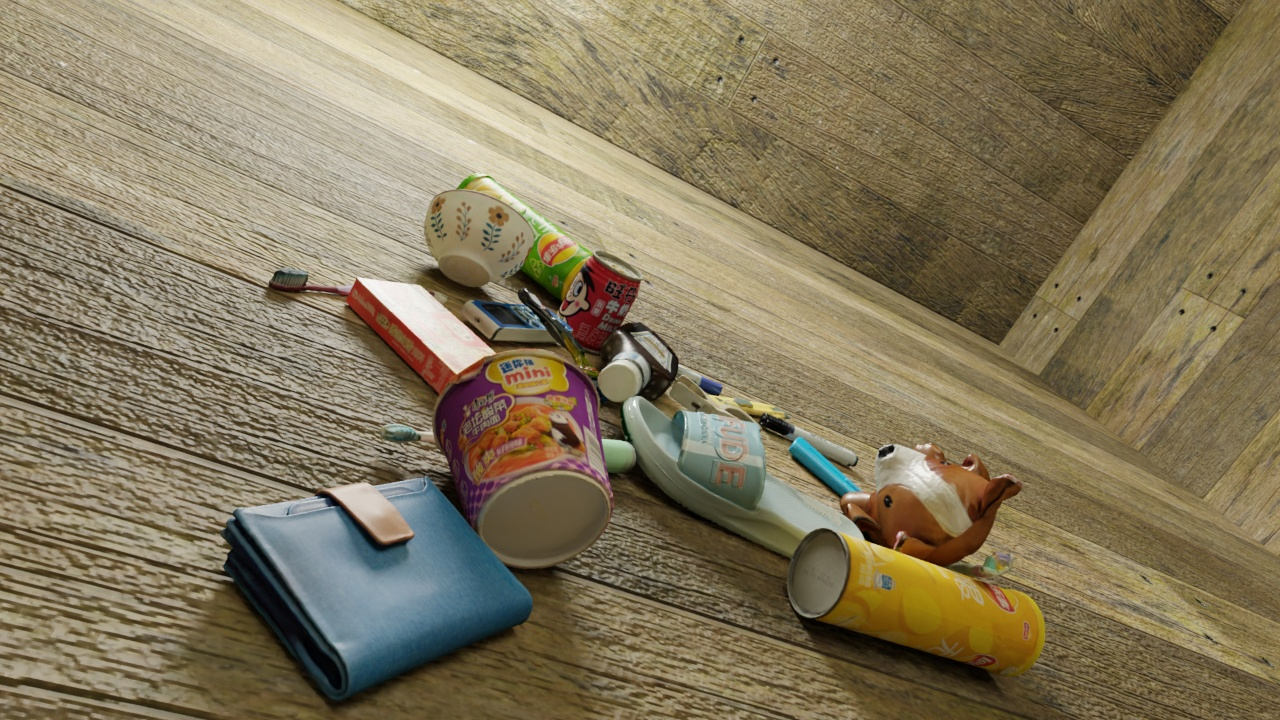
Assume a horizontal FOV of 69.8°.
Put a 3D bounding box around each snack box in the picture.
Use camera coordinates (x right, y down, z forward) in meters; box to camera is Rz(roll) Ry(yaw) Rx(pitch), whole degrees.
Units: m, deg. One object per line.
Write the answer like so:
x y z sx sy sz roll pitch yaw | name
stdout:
-0.169 -0.016 0.755 0.153 0.025 0.075 39 20 28 | snack box

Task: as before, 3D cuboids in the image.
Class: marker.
0.195 0.093 1.059 0.130 0.018 0.022 25 26 -14 | marker
0.027 0.006 1.032 0.145 0.017 0.017 25 18 -15 | marker

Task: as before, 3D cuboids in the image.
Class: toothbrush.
0.287 0.184 0.815 0.190 0.029 0.020 82 -16 -76 | toothbrush
-0.235 -0.063 0.793 0.016 0.017 0.187 40 20 28 | toothbrush
-0.088 0.062 0.663 0.027 0.026 0.224 5 -5 45 | toothbrush

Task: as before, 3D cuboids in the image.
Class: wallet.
-0.127 0.106 0.461 0.106 0.040 0.132 42 20 23 | wallet

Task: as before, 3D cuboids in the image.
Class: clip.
0.077 0.054 0.930 0.104 0.035 0.080 41 17 14 | clip

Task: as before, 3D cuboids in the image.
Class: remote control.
-0.118 -0.036 0.897 0.049 0.024 0.124 38 18 25 | remote control

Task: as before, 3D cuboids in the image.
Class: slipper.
0.092 0.098 0.779 0.245 0.074 0.104 30 18 -6 | slipper

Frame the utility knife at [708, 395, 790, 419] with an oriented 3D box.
0.110 0.054 1.046 0.194 0.020 0.031 4 24 -46 | utility knife

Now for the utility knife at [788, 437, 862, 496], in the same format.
0.234 0.149 0.965 0.207 0.018 0.034 42 20 31 | utility knife

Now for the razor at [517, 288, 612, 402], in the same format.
-0.073 -0.019 0.874 0.142 0.022 0.042 52 21 18 | razor

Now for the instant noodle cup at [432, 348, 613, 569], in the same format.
-0.069 0.066 0.566 0.111 0.112 0.099 20 30 -30 | instant noodle cup

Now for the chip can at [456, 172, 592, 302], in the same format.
-0.137 -0.146 1.099 0.221 0.073 0.072 38 19 25 | chip can

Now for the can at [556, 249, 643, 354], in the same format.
-0.044 -0.063 0.975 0.066 0.094 0.066 27 17 -9 | can

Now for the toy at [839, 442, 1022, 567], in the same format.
0.255 0.127 0.830 0.130 0.140 0.199 52 3 1 | toy

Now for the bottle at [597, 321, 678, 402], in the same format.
-0.005 0.005 0.895 0.080 0.044 0.194 43 12 0 | bottle

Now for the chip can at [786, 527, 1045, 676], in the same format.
0.219 0.192 0.723 0.213 0.072 0.072 22 19 -24 | chip can

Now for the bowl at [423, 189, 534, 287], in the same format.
-0.171 -0.115 0.939 0.113 0.114 0.062 24 61 -19 | bowl
